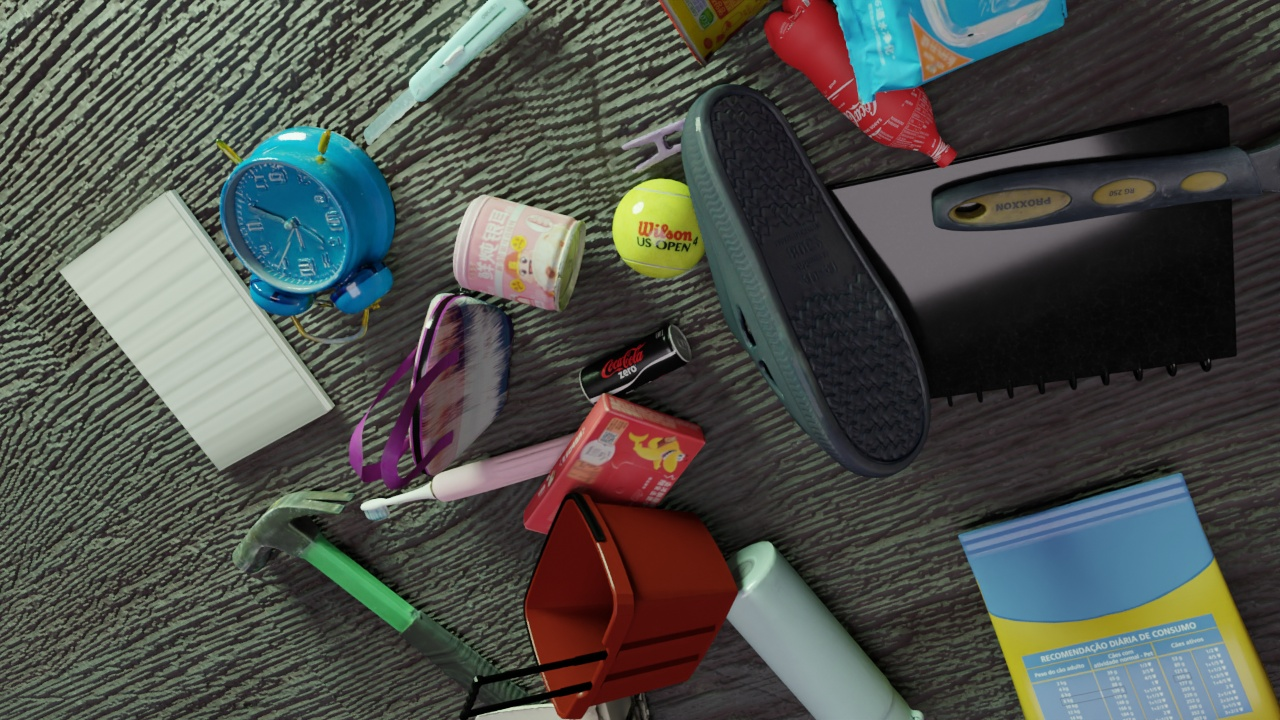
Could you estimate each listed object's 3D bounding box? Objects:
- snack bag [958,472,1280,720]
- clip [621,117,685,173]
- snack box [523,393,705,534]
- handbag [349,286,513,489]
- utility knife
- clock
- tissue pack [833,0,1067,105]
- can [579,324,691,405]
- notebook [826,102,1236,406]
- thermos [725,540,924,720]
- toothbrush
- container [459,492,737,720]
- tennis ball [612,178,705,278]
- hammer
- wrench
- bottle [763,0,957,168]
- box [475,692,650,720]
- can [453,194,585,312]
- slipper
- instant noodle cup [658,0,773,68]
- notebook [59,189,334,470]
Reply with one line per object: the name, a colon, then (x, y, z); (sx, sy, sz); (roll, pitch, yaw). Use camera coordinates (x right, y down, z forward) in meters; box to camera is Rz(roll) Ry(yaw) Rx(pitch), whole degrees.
snack bag: (0.339, 0.195, 0.654); (0.159, 0.102, 0.205); (-22, 95, 21)
clip: (0.014, -0.143, 0.614); (0.052, 0.013, 0.036); (-18, 111, 17)
snack box: (-0.022, 0.091, 0.706); (0.089, 0.021, 0.133); (21, 120, -25)
handbag: (-0.149, 0.028, 0.641); (0.068, 0.169, 0.145); (13, 116, 7)
utility knife: (-0.137, -0.197, 0.625); (0.159, 0.015, 0.022); (-32, 105, 27)
clock: (-0.239, -0.088, 0.670); (0.117, 0.060, 0.161); (-3, 115, 14)
tissue pack: (0.169, -0.208, 0.497); (0.144, 0.062, 0.093); (-26, 110, -17)
can: (-0.004, 0.004, 0.674); (0.081, 0.031, 0.031); (-27, 106, 22)
notebook: (0.253, -0.055, 0.597); (0.232, 0.019, 0.169); (-9, 111, 17)
thermos: (0.142, 0.240, 0.731); (0.078, 0.065, 0.207); (-31, 105, 37)
toothbrush: (-0.139, 0.098, 0.753); (0.223, 0.027, 0.026); (-18, 103, 20)
container: (-0.046, 0.184, 0.675); (0.200, 0.127, 0.148); (3, 126, -29)
tennis ball: (0.014, -0.087, 0.610); (0.065, 0.065, 0.065); (5, 115, 11)
hammer: (-0.210, 0.235, 0.830); (0.319, 0.032, 0.130); (42, 116, -8)
wrench: (0.314, -0.105, 0.539); (0.274, 0.022, 0.073); (-6, 116, 15)
bottle: (0.136, -0.168, 0.558); (0.141, 0.041, 0.042); (39, 116, -7)
box: (-0.060, 0.323, 0.759); (0.101, 0.186, 0.145); (-3, 107, 31)
can: (-0.083, -0.074, 0.637); (0.076, 0.067, 0.067); (15, 117, 4)
slipper: (0.089, -0.041, 0.590); (0.084, 0.110, 0.268); (-23, 94, 52)
instant noodle cup: (0.057, -0.239, 0.520); (0.112, 0.100, 0.100); (-30, 105, 13)
notebook: (-0.367, -0.018, 0.761); (0.143, 0.009, 0.210); (-26, 106, 23)
